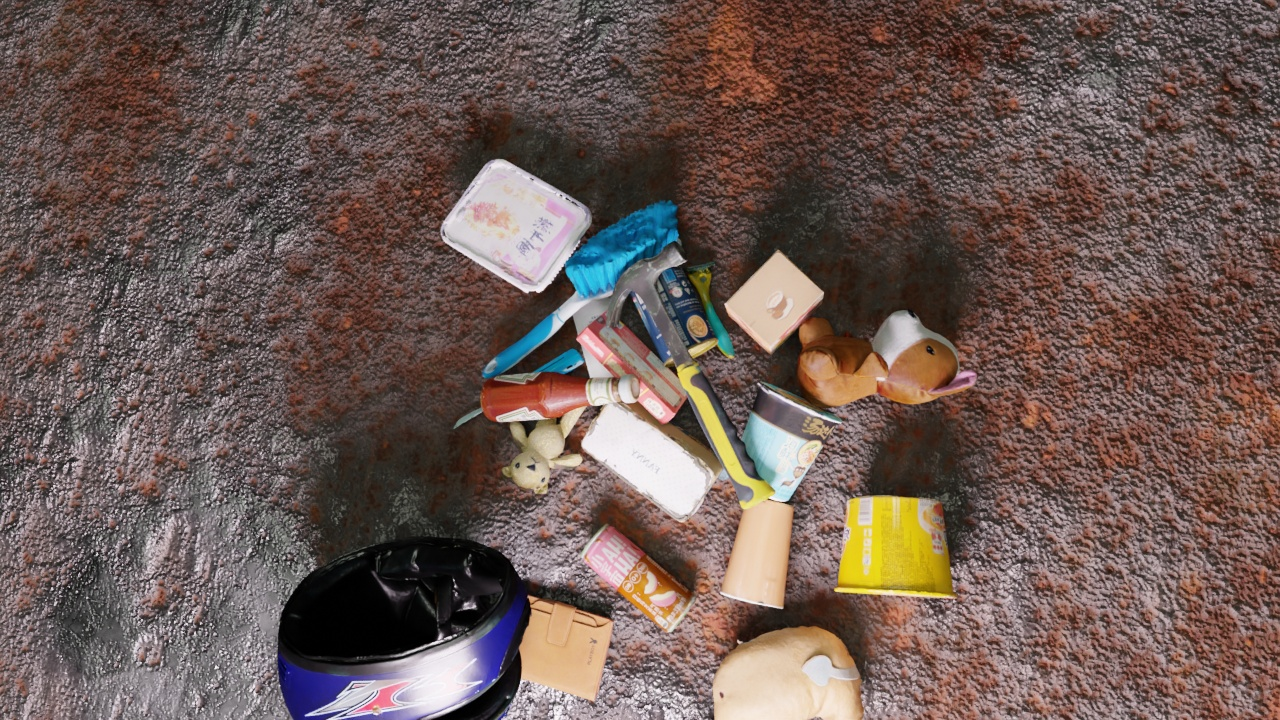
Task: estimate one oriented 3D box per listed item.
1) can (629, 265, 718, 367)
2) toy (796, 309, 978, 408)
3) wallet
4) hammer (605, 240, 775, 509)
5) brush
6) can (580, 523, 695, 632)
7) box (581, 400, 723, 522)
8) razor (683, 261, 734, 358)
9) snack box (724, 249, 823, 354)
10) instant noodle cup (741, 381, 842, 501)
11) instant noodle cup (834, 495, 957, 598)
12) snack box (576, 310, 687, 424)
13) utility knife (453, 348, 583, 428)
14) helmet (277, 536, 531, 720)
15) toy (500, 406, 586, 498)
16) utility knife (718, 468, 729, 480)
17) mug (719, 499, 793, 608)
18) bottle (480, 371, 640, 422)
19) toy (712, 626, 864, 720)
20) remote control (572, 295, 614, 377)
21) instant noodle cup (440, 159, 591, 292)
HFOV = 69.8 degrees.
[{"bbox_3d":[0.041,-0.057,1.162,0.075,0.075,0.111,-26,80,6],"label":"can"},{"bbox_3d":[0.285,-0.003,1.083,0.199,0.139,0.131,7,119,4],"label":"toy"},{"bbox_3d":[-0.106,0.362,1.167,0.132,0.031,0.108,14,88,10],"label":"wallet"},{"bbox_3d":[0.062,0.026,1.094,0.126,0.031,0.323,-31,79,20],"label":"hammer"},{"bbox_3d":[-0.078,-0.085,1.161,0.314,0.109,0.060,-31,57,-7],"label":"brush"},{"bbox_3d":[-0.003,0.271,1.144,0.147,0.058,0.058,38,91,11],"label":"can"},{"bbox_3d":[0.010,0.114,1.148,0.184,0.060,0.090,38,109,12],"label":"box"},{"bbox_3d":[0.094,-0.063,1.177,0.043,0.028,0.132,-15,77,-23],"label":"razor"},{"bbox_3d":[0.166,-0.069,1.132,0.093,0.094,0.077,-45,79,2],"label":"snack box"},{"bbox_3d":[0.170,0.103,1.115,0.111,0.111,0.120,25,97,11],"label":"instant noodle cup"},{"bbox_3d":[0.295,0.217,1.066,0.138,0.138,0.109,1,75,10],"label":"instant noodle cup"},{"bbox_3d":[-0.007,0.007,1.148,0.153,0.075,0.026,45,119,-1],"label":"snack box"},{"bbox_3d":[-0.163,0.040,1.210,0.198,0.034,0.018,-30,119,7],"label":"utility knife"},{"bbox_3d":[-0.259,0.356,1.083,0.316,0.246,0.241,-7,122,17],"label":"helmet"},{"bbox_3d":[-0.117,0.096,1.179,0.105,0.066,0.157,28,74,-3],"label":"toy"},{"bbox_3d":[0.048,0.103,1.174,0.170,0.015,0.033,32,93,11],"label":"utility knife"},{"bbox_3d":[0.147,0.232,1.117,0.078,0.078,0.122,11,80,11],"label":"mug"},{"bbox_3d":[-0.099,0.042,1.133,0.206,0.059,0.059,-5,83,24],"label":"bottle"},{"bbox_3d":[0.150,0.400,1.093,0.226,0.082,0.143,-24,72,9],"label":"toy"},{"bbox_3d":[-0.050,-0.023,1.201,0.056,0.019,0.135,-18,81,3],"label":"remote control"},{"bbox_3d":[-0.158,-0.170,1.205,0.173,0.060,0.138,32,81,17],"label":"instant noodle cup"}]
